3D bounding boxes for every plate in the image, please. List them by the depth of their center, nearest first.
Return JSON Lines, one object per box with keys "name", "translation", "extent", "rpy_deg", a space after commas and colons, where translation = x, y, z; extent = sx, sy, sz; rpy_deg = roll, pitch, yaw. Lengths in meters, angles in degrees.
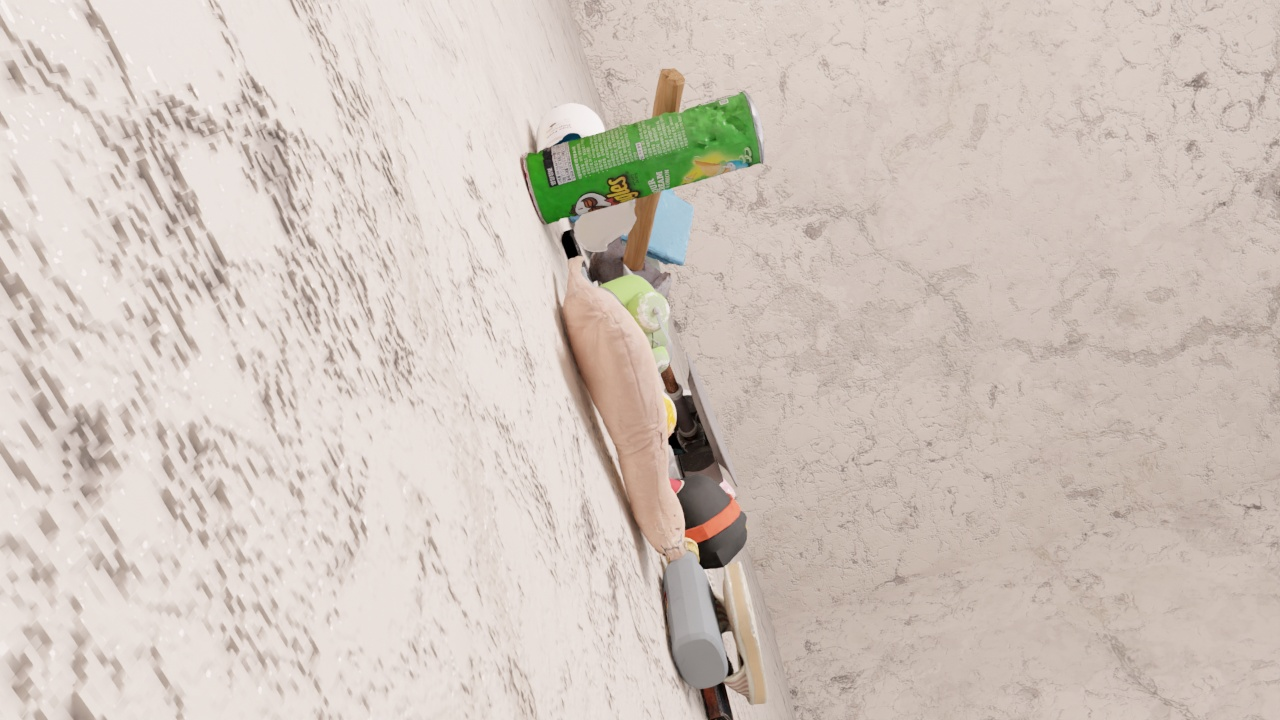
{"name": "plate", "translation": [0.084, 0.074, 1.143], "extent": [0.178, 0.012, 0.178], "rpy_deg": [-20, 89, -84]}

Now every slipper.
{"name": "slipper", "translation": [0.098, 0.292, 0.973], "extent": [0.263, 0.052, 0.115], "rpy_deg": [77, 2, -55]}

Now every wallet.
{"name": "wallet", "translation": [0.075, 0.337, 1.003], "extent": [0.072, 0.019, 0.123], "rpy_deg": [64, 10, -55]}

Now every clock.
{"name": "clock", "translation": [-0.008, -0.035, 0.865], "extent": [0.119, 0.042, 0.094], "rpy_deg": [41, -36, 40]}

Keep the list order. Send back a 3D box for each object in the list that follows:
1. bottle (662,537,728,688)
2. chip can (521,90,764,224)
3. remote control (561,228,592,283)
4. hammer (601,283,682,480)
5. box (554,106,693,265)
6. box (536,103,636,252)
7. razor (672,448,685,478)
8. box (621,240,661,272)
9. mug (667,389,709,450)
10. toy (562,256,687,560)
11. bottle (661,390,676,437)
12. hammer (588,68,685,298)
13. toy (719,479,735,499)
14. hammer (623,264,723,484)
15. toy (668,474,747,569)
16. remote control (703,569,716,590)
{"name": "bottle", "translation": [0.050, 0.239, 0.910], "extent": [0.161, 0.046, 0.072], "rpy_deg": [-98, 170, -61]}
{"name": "chip can", "translation": [0.005, -0.193, 0.873], "extent": [0.075, 0.223, 0.075], "rpy_deg": [-13, 89, -85]}
{"name": "remote control", "translation": [-0.055, -0.070, 1.009], "extent": [0.034, 0.013, 0.150], "rpy_deg": [-95, 167, -68]}
{"name": "hammer", "translation": [-0.007, 0.007, 1.152], "extent": [0.131, 0.039, 0.327], "rpy_deg": [64, 9, -66]}
{"name": "box", "translation": [-0.012, -0.226, 1.189], "extent": [0.231, 0.066, 0.173], "rpy_deg": [14, 63, -54]}
{"name": "box", "translation": [-0.059, -0.195, 0.964], "extent": [0.159, 0.085, 0.119], "rpy_deg": [-98, 162, -57]}
{"name": "razor", "translation": [0.052, 0.177, 1.197], "extent": [0.142, 0.047, 0.052], "rpy_deg": [-98, -166, -48]}
{"name": "box", "translation": [-0.047, -0.192, 1.292], "extent": [0.096, 0.085, 0.199], "rpy_deg": [-21, -96, 68]}
{"name": "mug", "translation": [0.051, 0.092, 1.336], "extent": [0.112, 0.079, 0.096], "rpy_deg": [38, 21, -25]}
{"name": "toy", "translation": [-0.010, 0.049, 0.840], "extent": [0.196, 0.065, 0.265], "rpy_deg": [-116, -170, -54]}
{"name": "bottle", "translation": [0.007, 0.059, 0.955], "extent": [0.108, 0.063, 0.063], "rpy_deg": [35, 38, -80]}
{"name": "hammer", "translation": [0.007, -0.174, 0.997], "extent": [0.098, 0.052, 0.329], "rpy_deg": [38, -33, 15]}
{"name": "toy", "translation": [0.077, 0.175, 1.276], "extent": [0.093, 0.103, 0.050], "rpy_deg": [45, 48, -13]}
{"name": "hammer", "translation": [0.030, 0.011, 1.102], "extent": [0.155, 0.043, 0.322], "rpy_deg": [-104, 174, -49]}
{"name": "toy", "translation": [0.067, 0.177, 1.043], "extent": [0.119, 0.097, 0.099], "rpy_deg": [63, 0, -7]}
{"name": "remote control", "translation": [0.077, 0.266, 1.237], "extent": [0.138, 0.025, 0.060], "rpy_deg": [-102, 173, -45]}
